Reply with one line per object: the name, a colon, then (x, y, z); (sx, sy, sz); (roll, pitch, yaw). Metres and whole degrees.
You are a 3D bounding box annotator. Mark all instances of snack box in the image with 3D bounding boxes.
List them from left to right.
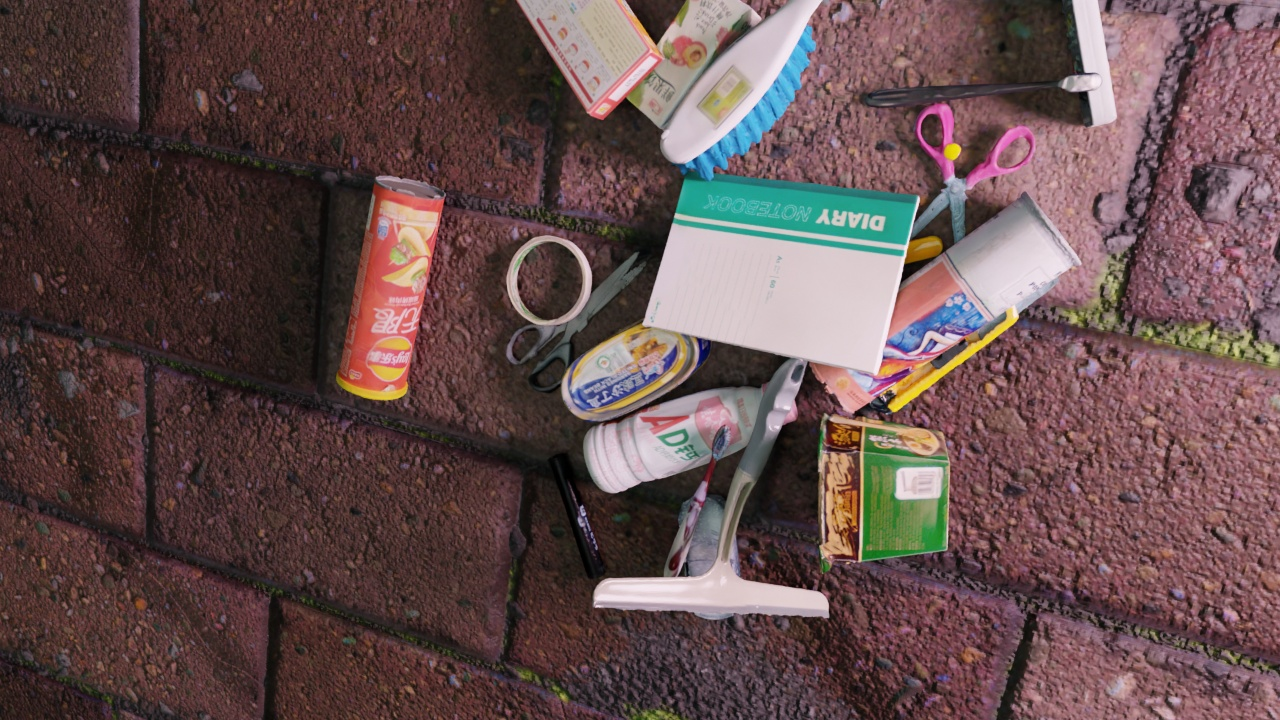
snack box: (-0.050, -0.294, 0.798); (0.077, 0.027, 0.155); (-39, 71, 24)
snack box: (0.206, 0.107, 0.777); (0.106, 0.117, 0.118); (-1, 104, 15)

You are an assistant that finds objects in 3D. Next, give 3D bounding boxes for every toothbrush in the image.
toothbrush: (0.050, 0.137, 0.839); (0.016, 0.017, 0.188); (18, 119, 1)
toothbrush: (0.257, -0.208, 0.709); (0.181, 0.018, 0.016); (8, 113, 40)

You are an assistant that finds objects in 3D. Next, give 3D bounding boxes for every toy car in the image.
toy car: (0.067, 0.189, 0.885); (0.054, 0.036, 0.120); (-4, 97, 21)

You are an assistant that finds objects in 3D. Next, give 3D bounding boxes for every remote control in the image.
remote control: (0.331, -0.242, 0.684); (0.019, 0.056, 0.135); (-11, 99, 21)

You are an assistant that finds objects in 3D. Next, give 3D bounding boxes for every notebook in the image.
notebook: (0.114, -0.081, 0.776); (0.209, 0.012, 0.150); (12, 84, 26)

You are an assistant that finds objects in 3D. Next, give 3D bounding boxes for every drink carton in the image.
drink carton: (0.044, -0.260, 0.786); (0.053, 0.045, 0.123); (44, 111, 16)

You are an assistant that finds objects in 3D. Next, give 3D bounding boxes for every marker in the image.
marker: (-0.066, 0.159, 0.933); (0.022, 0.020, 0.132); (-15, 97, 38)
marker: (0.196, -0.085, 0.787); (0.124, 0.015, 0.018); (-13, 106, 27)

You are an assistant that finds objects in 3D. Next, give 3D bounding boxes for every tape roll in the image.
tape roll: (-0.088, -0.076, 0.884); (0.086, 0.013, 0.086); (1, 92, 21)

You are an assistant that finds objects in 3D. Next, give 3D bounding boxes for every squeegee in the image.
squeegee: (0.095, 0.106, 0.804); (0.246, 0.039, 0.247); (9, 105, -25)

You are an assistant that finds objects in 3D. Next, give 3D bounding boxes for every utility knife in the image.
utility knife: (0.270, -0.017, 0.777); (0.197, 0.015, 0.033); (-42, 86, 22)

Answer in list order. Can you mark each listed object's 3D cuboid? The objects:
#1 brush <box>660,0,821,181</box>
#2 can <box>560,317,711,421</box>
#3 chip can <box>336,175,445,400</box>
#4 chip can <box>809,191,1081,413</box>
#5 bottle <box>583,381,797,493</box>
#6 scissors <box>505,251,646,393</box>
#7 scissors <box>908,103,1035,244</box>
brush: (0.126, -0.270, 0.724); (0.315, 0.109, 0.060); (-45, 77, 17)
can: (-0.005, 0.005, 0.861); (0.148, 0.049, 0.074); (-28, 92, 22)
chip can: (-0.251, -0.072, 0.919); (0.073, 0.073, 0.217); (20, 108, 14)
chip can: (0.241, -0.043, 0.750); (0.215, 0.071, 0.071); (-37, 88, 23)
bottle: (0.046, 0.067, 0.850); (0.197, 0.068, 0.068); (-19, 95, 18)
scissors: (-0.055, -0.033, 0.893); (0.174, 0.014, 0.141); (-5, 99, 18)
scissors: (0.267, -0.146, 0.751); (0.124, 0.017, 0.133); (-6, 104, 21)
